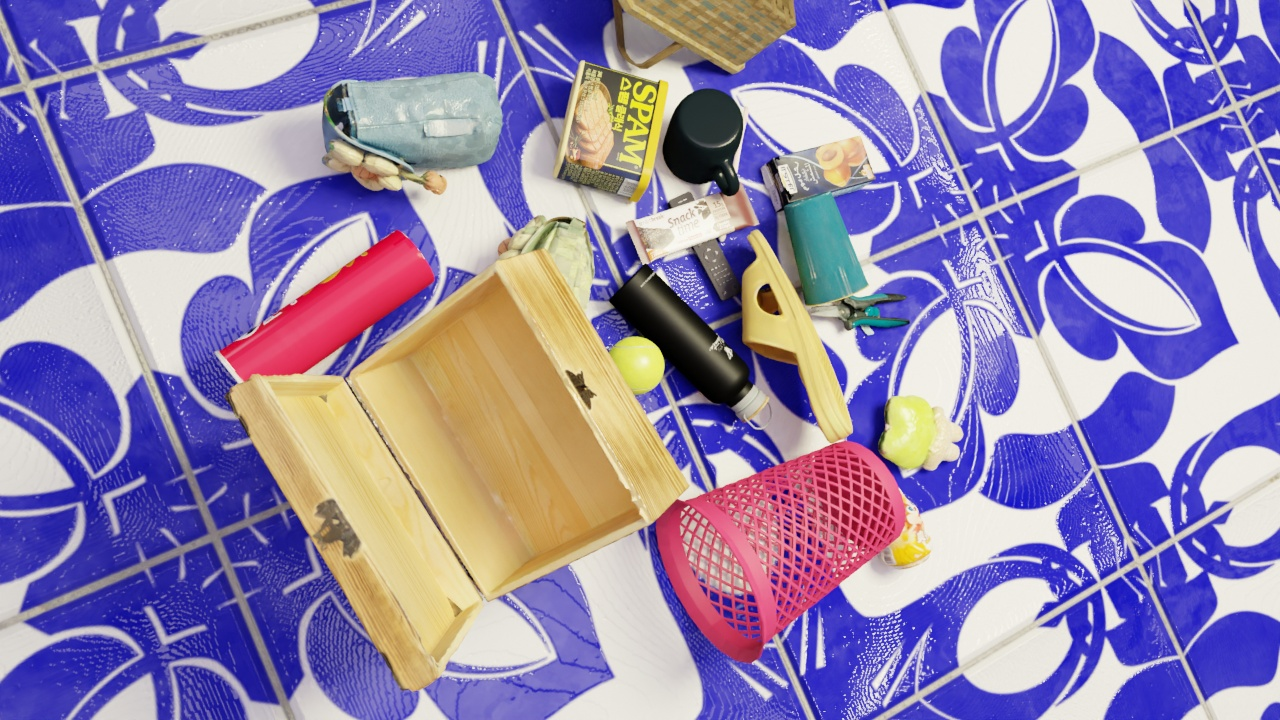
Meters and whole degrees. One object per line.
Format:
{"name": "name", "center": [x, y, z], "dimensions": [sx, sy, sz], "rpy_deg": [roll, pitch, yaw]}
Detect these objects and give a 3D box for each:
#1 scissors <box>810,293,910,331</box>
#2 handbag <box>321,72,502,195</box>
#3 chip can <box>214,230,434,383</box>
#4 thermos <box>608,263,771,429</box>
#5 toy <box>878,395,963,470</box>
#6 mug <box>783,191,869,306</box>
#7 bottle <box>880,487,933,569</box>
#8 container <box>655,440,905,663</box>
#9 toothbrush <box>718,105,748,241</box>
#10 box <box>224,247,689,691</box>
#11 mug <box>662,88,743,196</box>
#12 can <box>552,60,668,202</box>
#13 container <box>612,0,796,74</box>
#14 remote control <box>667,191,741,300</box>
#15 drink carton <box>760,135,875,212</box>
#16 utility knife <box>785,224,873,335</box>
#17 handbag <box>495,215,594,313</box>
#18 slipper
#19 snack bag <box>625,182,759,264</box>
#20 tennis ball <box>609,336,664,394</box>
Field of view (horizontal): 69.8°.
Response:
{"name": "scissors", "center": [0.277, -0.056, 1.131], "dimensions": [0.140, 0.019, 0.128], "rpy_deg": [41, 66, -11]}
{"name": "handbag", "center": [-0.242, -0.236, 0.978], "dimensions": [0.191, 0.122, 0.118], "rpy_deg": [-8, 82, -21]}
{"name": "chip can", "center": [-0.321, -0.047, 0.948], "dimensions": [0.220, 0.069, 0.069], "rpy_deg": [-39, 93, -18]}
{"name": "thermos", "center": [0.066, -0.009, 1.051], "dimensions": [0.231, 0.061, 0.061], "rpy_deg": [45, 73, -5]}
{"name": "toy", "center": [0.343, 0.091, 1.120], "dimensions": [0.115, 0.046, 0.092], "rpy_deg": [15, 78, -20]}
{"name": "mug", "center": [0.216, -0.134, 1.087], "dimensions": [0.078, 0.078, 0.121], "rpy_deg": [-22, 99, -18]}
{"name": "bottle", "center": [0.299, 0.188, 1.081], "dimensions": [0.063, 0.063, 0.108], "rpy_deg": [-23, 89, -18]}
{"name": "container", "center": [0.161, 0.189, 0.997], "dimensions": [0.225, 0.184, 0.183], "rpy_deg": [-23, 88, -25]}
{"name": "toothbrush", "center": [0.111, -0.230, 1.124], "dimensions": [0.018, 0.016, 0.181], "rpy_deg": [12, 78, -6]}
{"name": "box", "center": [-0.187, 0.106, 0.826], "dimensions": [0.279, 0.283, 0.314], "rpy_deg": [58, 31, -1]}
{"name": "mug", "center": [0.082, -0.246, 1.069], "dimensions": [0.085, 0.094, 0.121], "rpy_deg": [-26, 84, -9]}
{"name": "can", "center": [-0.035, -0.265, 1.060], "dimensions": [0.104, 0.075, 0.135], "rpy_deg": [13, 78, -10]}
{"name": "container", "center": [0.045, -0.435, 1.066], "dimensions": [0.249, 0.187, 0.157], "rpy_deg": [6, 77, -52]}
{"name": "remote control", "center": [0.076, -0.136, 1.099], "dimensions": [0.032, 0.015, 0.136], "rpy_deg": [-28, 89, -18]}
{"name": "drink carton", "center": [0.220, -0.231, 1.141], "dimensions": [0.130, 0.040, 0.064], "rpy_deg": [-18, 85, -17]}
{"name": "utility knife", "center": [0.235, -0.103, 1.141], "dimensions": [0.022, 0.016, 0.179], "rpy_deg": [-38, 95, -17]}
{"name": "handbag", "center": [-0.115, -0.069, 0.988], "dimensions": [0.117, 0.113, 0.186], "rpy_deg": [15, 78, -5]}
{"name": "slipper", "center": [0.164, -0.022, 1.061], "dimensions": [0.078, 0.099, 0.263], "rpy_deg": [-26, 71, 17]}
{"name": "snack bag", "center": [0.063, -0.163, 1.083], "dimensions": [0.157, 0.013, 0.057], "rpy_deg": [-21, 85, -17]}
{"name": "tennis ball", "center": [-0.006, 0.006, 1.027], "dimensions": [0.065, 0.065, 0.065], "rpy_deg": [3, 80, -15]}
